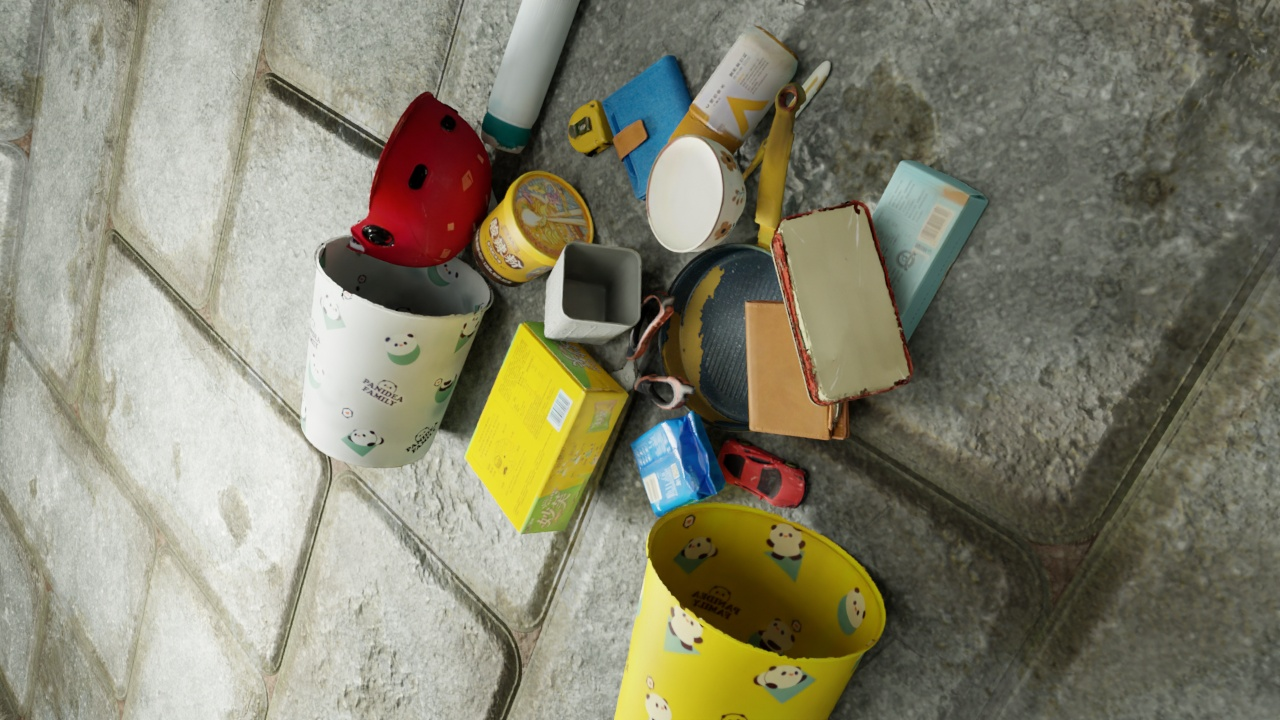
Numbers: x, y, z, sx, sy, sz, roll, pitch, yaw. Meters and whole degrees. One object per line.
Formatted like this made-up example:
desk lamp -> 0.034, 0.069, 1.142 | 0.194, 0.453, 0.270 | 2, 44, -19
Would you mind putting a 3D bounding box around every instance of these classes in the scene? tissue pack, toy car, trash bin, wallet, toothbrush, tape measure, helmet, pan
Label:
tissue pack -> 0.043, 0.113, 0.999 | 0.157, 0.052, 0.095 | -43, 63, 63
toy car -> 0.127, 0.120, 0.971 | 0.106, 0.031, 0.049 | 24, 108, 34
trash bin -> 0.085, 0.309, 0.901 | 0.230, 0.229, 0.256 | 31, 116, 34
wallet -> 0.018, -0.261, 1.036 | 0.107, 0.040, 0.133 | -27, 76, 32
toothbrush -> 0.134, -0.230, 0.953 | 0.016, 0.018, 0.192 | 51, 121, 23
wallet -> 0.151, 0.008, 0.885 | 0.108, 0.031, 0.132 | 4, 103, 37
tape measure -> -0.063, -0.278, 1.105 | 0.057, 0.028, 0.060 | -21, 79, 39
helmet -> -0.258, -0.212, 1.144 | 0.241, 0.144, 0.206 | -31, 34, 65
pan -> 0.117, -0.097, 0.935 | 0.198, 0.078, 0.358 | 28, 109, 35
trash bin -> -0.342, -0.008, 1.233 | 0.229, 0.229, 0.252 | 38, 120, 31

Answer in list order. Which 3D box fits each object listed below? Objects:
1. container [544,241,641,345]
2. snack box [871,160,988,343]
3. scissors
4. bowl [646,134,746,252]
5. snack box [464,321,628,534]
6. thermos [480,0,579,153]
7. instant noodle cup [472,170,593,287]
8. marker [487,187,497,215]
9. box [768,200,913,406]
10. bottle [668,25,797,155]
container -> -0.059, -0.071, 1.047 | 0.114, 0.090, 0.090 | 145, 129, -67
snack box -> 0.241, -0.091, 0.852 | 0.074, 0.051, 0.175 | 39, 116, 33
scissors -> -0.002, 0.011, 1.040 | 0.227, 0.015, 0.189 | 20, 111, 54
bowl -> 0.064, -0.163, 0.904 | 0.114, 0.062, 0.113 | 6, 98, 53
snack box -> -0.119, 0.081, 1.110 | 0.157, 0.070, 0.210 | 44, 118, 40
thermos -> -0.140, -0.368, 1.141 | 0.073, 0.073, 0.225 | 38, 116, 31
instant noodle cup -> -0.138, -0.154, 1.123 | 0.115, 0.118, 0.118 | -26, 76, 45
marker -> -0.195, -0.191, 1.225 | 0.023, 0.018, 0.130 | -34, 71, 45
box -> 0.172, -0.049, 0.802 | 0.091, 0.080, 0.168 | -13, 82, 3
bottle -> 0.083, -0.249, 0.946 | 0.068, 0.068, 0.190 | 47, 110, 27
